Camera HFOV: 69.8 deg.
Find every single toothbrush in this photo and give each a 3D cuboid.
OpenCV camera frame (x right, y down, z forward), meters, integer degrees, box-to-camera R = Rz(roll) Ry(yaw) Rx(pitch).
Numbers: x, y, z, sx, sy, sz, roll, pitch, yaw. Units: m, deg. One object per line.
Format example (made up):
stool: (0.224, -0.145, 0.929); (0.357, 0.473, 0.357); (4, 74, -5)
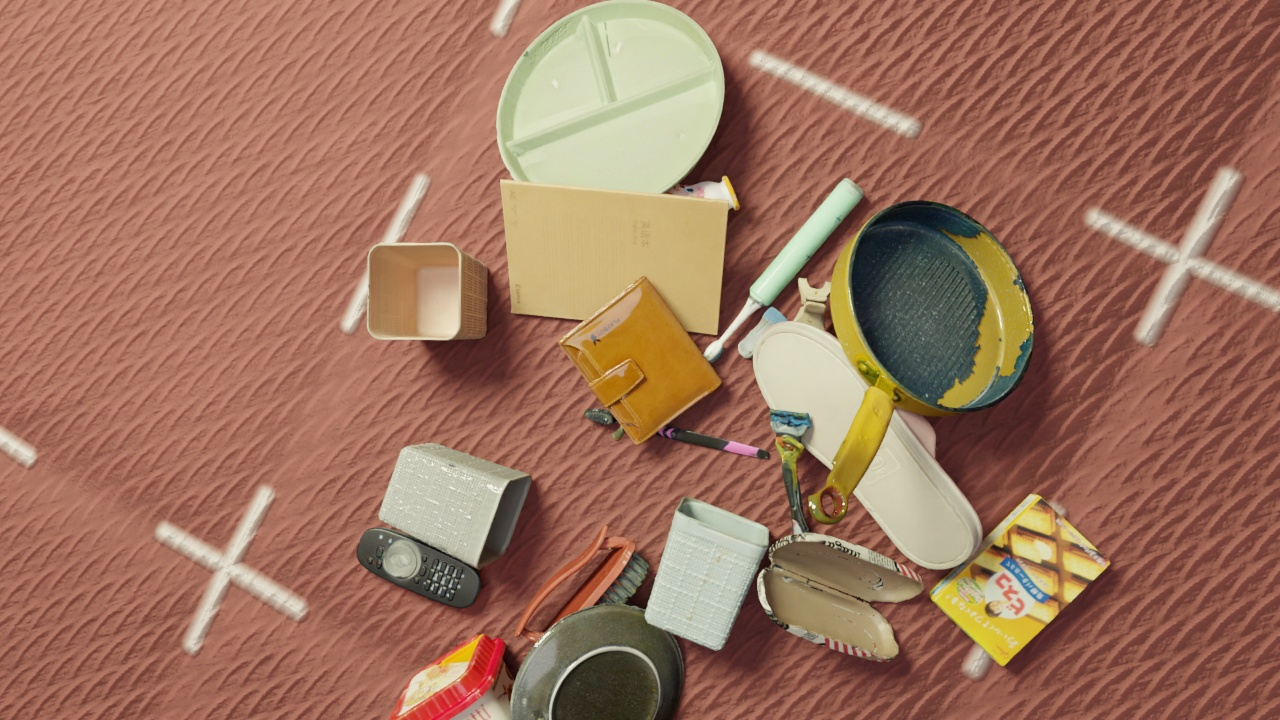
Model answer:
toothbrush: (0.136, -0.084, 0.892); (0.224, 0.027, 0.026); (-50, 60, 4)
toothbrush: (0.035, 0.073, 0.909); (0.189, 0.017, 0.014); (13, 99, 6)

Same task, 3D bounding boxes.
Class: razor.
razor: (0.145, 0.115, 0.871); (0.043, 0.022, 0.143); (8, 115, 43)

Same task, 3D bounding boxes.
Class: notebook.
notebook: (-0.026, -0.097, 0.876); (0.211, 0.012, 0.150); (7, 130, 7)

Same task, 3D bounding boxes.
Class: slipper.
slipper: (0.211, 0.072, 0.849); (0.274, 0.054, 0.114); (50, 133, 10)

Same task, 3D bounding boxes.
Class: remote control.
remote control: (-0.224, 0.211, 0.938); (0.136, 0.024, 0.053); (21, 94, 9)

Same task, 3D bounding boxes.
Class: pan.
pan: (0.221, 0.003, 0.771); (0.197, 0.078, 0.356); (43, 64, -4)

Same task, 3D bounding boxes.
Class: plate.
plate: (-0.035, 0.319, 0.866); (0.179, 0.024, 0.179); (-4, 101, -24)
plate: (-0.030, -0.244, 0.890); (0.230, 0.027, 0.230); (-4, 75, 16)

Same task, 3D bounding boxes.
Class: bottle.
bottle: (0.040, -0.141, 0.888); (0.108, 0.063, 0.063); (-23, 86, 6)

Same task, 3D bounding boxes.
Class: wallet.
wallet: (-0.005, 0.005, 0.881); (0.119, 0.035, 0.130); (-38, 103, -5)

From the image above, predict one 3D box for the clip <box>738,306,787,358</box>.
clip: (0.118, -0.025, 0.897); (0.024, 0.028, 0.057); (44, 96, 10)

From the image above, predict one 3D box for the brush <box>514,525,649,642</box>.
brush: (-0.057, 0.230, 0.896); (0.069, 0.063, 0.146); (40, 93, -7)

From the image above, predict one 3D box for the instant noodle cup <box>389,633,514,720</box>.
instant noodle cup: (-0.161, 0.353, 0.891); (0.116, 0.116, 0.124); (-33, 98, 6)

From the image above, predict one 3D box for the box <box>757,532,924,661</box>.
box: (0.186, 0.211, 0.832); (0.162, 0.075, 0.086); (24, 120, -21)

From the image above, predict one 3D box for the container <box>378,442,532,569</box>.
container: (-0.183, 0.137, 0.903); (0.114, 0.090, 0.090); (20, 91, 11)

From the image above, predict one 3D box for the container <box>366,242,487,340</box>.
container: (-0.201, -0.062, 0.895); (0.090, 0.111, 0.090); (0, 89, 8)

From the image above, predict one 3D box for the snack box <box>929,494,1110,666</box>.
snack box: (0.352, 0.204, 0.857); (0.087, 0.033, 0.140); (45, 97, 6)

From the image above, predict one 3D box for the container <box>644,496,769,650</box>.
container: (0.060, 0.202, 0.870); (0.090, 0.090, 0.111); (21, 95, 8)

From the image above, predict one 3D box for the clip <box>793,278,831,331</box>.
clip: (0.163, -0.059, 0.864); (0.035, 0.100, 0.098); (11, 61, 9)
